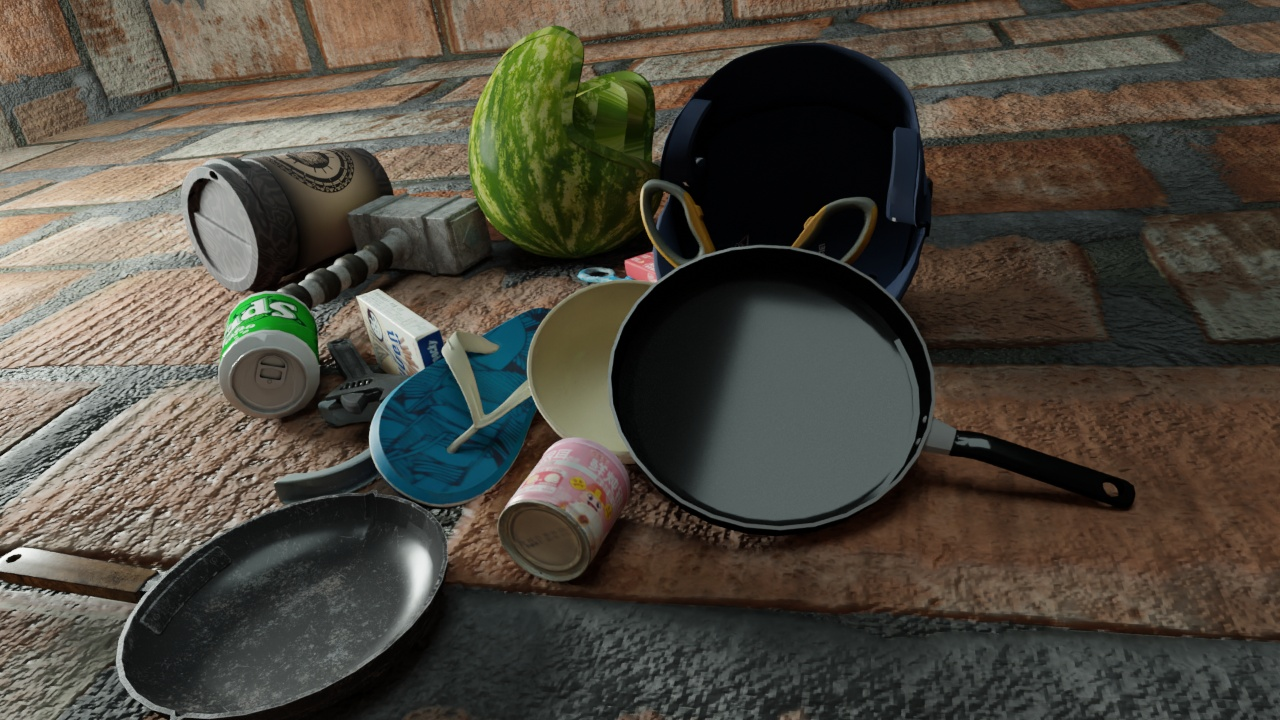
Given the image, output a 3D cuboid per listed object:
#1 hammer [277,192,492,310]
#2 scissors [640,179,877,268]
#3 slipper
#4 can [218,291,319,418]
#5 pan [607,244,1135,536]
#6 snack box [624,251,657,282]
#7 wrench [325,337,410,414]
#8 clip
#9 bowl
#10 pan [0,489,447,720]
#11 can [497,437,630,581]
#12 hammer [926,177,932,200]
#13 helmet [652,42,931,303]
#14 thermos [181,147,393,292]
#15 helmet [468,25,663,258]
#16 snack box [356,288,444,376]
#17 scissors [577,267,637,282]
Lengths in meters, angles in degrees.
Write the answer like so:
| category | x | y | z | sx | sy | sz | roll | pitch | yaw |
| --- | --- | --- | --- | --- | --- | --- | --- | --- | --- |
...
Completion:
| category | x | y | z | sx | sy | sz | roll | pitch | yaw |
| --- | --- | --- | --- | --- | --- | --- | --- | --- | --- |
| hammer | -0.338 | -0.110 | 1.092 | 0.177 | 0.079 | 0.325 | 8 | 32 | 30 |
| scissors | 0.079 | -0.068 | 0.739 | 0.230 | 0.226 | 0.016 | 45 | 18 | 10 |
| slipper | -0.121 | 0.013 | 0.769 | 0.118 | 0.060 | 0.293 | 26 | 34 | 11 |
| can | -0.359 | -0.008 | 0.892 | 0.087 | 0.088 | 0.140 | -16 | 28 | -13 |
| pan | 0.151 | 0.037 | 0.635 | 0.356 | 0.034 | 0.224 | 19 | 63 | 14 |
| snack box | 0.051 | -0.099 | 0.978 | 0.089 | 0.021 | 0.133 | -20 | 24 | -21 |
| wrench | -0.270 | 0.008 | 0.871 | 0.073 | 0.018 | 0.273 | -18 | 19 | -20 |
| clip | -0.240 | 0.071 | 0.769 | 0.165 | 0.032 | 0.165 | 15 | 37 | 39 |
| bowl | -0.010 | 0.019 | 0.719 | 0.151 | 0.075 | 0.150 | 0 | 63 | 0 |
| pan | -0.293 | 0.157 | 0.611 | 0.357 | 0.040 | 0.207 | 0 | 29 | 19 |
| can | -0.049 | 0.098 | 0.614 | 0.067 | 0.067 | 0.076 | 3 | 30 | 22 |
| hammer | 0.208 | -0.224 | 1.191 | 0.329 | 0.039 | 0.130 | 9 | 31 | 31 |
| helmet | 0.133 | -0.112 | 0.815 | 0.232 | 0.223 | 0.271 | 13 | 65 | 17 |
| thermos | -0.459 | -0.201 | 1.224 | 0.173 | 0.173 | 0.225 | 12 | 28 | 35 |
| helmet | -0.091 | -0.242 | 1.104 | 0.244 | 0.247 | 0.212 | -20 | -13 | 27 |
| snack box | -0.218 | -0.010 | 0.859 | 0.026 | 0.082 | 0.150 | -25 | 32 | -28 |
| scissors | -0.030 | -0.081 | 1.017 | 0.134 | 0.011 | 0.139 | 14 | 35 | 35 |
